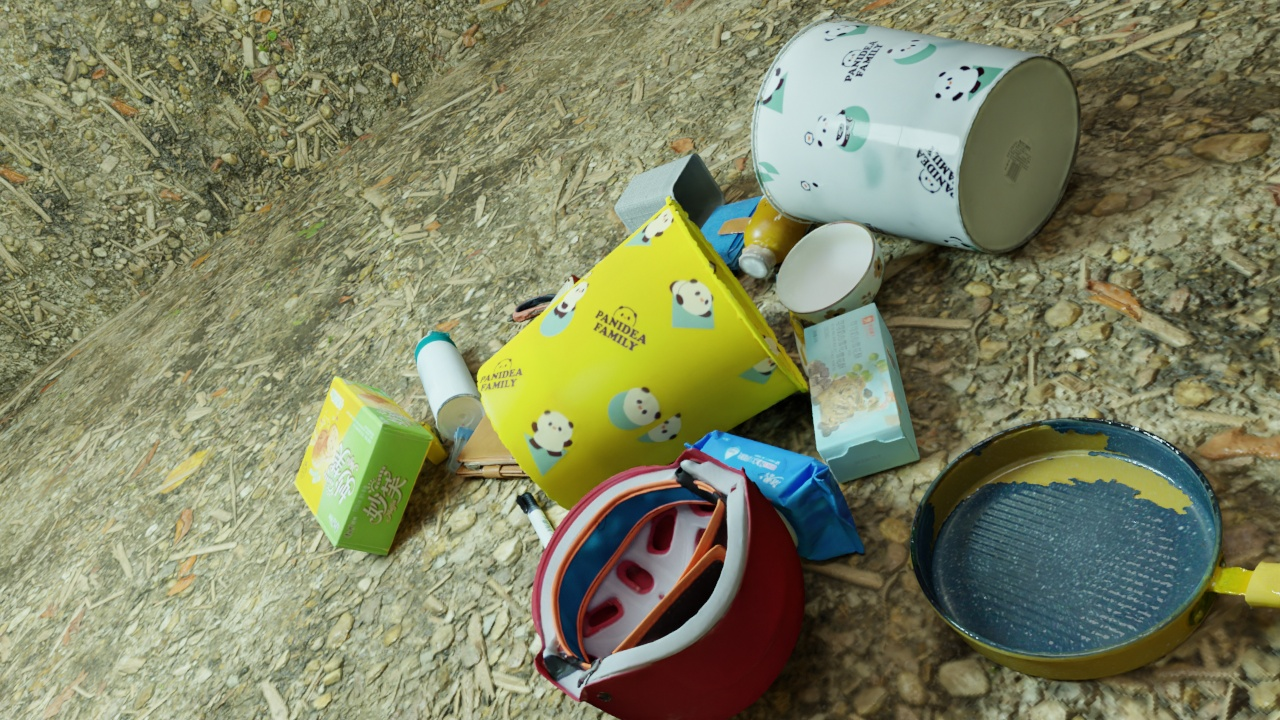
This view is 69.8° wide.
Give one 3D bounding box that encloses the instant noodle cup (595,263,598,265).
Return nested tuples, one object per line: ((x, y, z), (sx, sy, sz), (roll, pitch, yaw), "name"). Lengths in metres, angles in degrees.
((0.021, -0.082, 1.084), (0.114, 0.118, 0.118), (-24, 34, 4), "instant noodle cup")

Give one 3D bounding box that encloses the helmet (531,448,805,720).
((0.028, 0.186, 0.713), (0.206, 0.144, 0.240), (-53, 23, -16), "helmet")

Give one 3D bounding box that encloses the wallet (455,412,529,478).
((-0.152, 0.094, 1.091), (0.132, 0.031, 0.107), (-8, 40, 38), "wallet")

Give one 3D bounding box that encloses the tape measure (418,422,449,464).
((-0.264, 0.102, 1.158), (0.029, 0.057, 0.060), (-37, -8, -7), "tape measure")

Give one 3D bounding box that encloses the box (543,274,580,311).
((-0.080, -0.029, 1.112), (0.091, 0.080, 0.168), (-52, 27, 20), "box")

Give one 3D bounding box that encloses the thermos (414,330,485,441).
((-0.262, 0.030, 1.243), (0.073, 0.073, 0.224), (-37, 32, -3), "thermos")

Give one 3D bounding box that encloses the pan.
((0.332, 0.125, 0.566), (0.358, 0.078, 0.197), (13, 57, 50), "pan")

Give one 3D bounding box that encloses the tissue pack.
((0.108, 0.115, 0.769), (0.157, 0.095, 0.052), (13, 54, 48), "tissue pack")

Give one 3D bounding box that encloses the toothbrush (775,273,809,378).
((0.166, -0.041, 0.982), (0.016, 0.018, 0.191), (-27, 34, 16), "toothbrush")

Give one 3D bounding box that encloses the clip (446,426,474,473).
((-0.223, 0.112, 1.135), (0.045, 0.027, 0.058), (-27, 46, 60), "clip")

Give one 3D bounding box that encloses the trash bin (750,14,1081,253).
((0.281, -0.228, 0.939), (0.229, 0.229, 0.252), (-45, 39, -13), "trash bin")

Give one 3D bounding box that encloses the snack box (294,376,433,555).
((-0.349, 0.125, 1.139), (0.210, 0.070, 0.157), (26, 95, 54), "snack box")

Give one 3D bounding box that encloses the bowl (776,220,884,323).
((0.204, -0.081, 0.949), (0.114, 0.062, 0.113), (-29, 41, 28), "bowl")

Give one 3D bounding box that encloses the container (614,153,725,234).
((0.037, -0.214, 1.256), (0.115, 0.090, 0.090), (-6, 42, 42), "container")

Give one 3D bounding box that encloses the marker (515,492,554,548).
((-0.103, 0.175, 0.954), (0.022, 0.018, 0.130), (2, 21, -24), "marker")

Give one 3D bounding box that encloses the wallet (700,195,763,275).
((0.108, -0.154, 1.163), (0.107, 0.040, 0.132), (-3, 45, 46), "wallet")

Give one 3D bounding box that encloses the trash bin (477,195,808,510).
((-0.005, 0.005, 0.906), (0.255, 0.229, 0.229), (-35, 32, 11), "trash bin")

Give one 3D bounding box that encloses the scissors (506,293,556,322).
((-0.105, -0.071, 1.273), (0.226, 0.015, 0.189), (-42, 33, -10), "scissors")

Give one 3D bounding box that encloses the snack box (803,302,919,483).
((0.198, 0.026, 0.837), (0.074, 0.051, 0.174), (-22, 36, 22), "snack box")

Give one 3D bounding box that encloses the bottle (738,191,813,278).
((0.173, -0.176, 1.099), (0.068, 0.068, 0.189), (1, 47, 43), "bottle")
